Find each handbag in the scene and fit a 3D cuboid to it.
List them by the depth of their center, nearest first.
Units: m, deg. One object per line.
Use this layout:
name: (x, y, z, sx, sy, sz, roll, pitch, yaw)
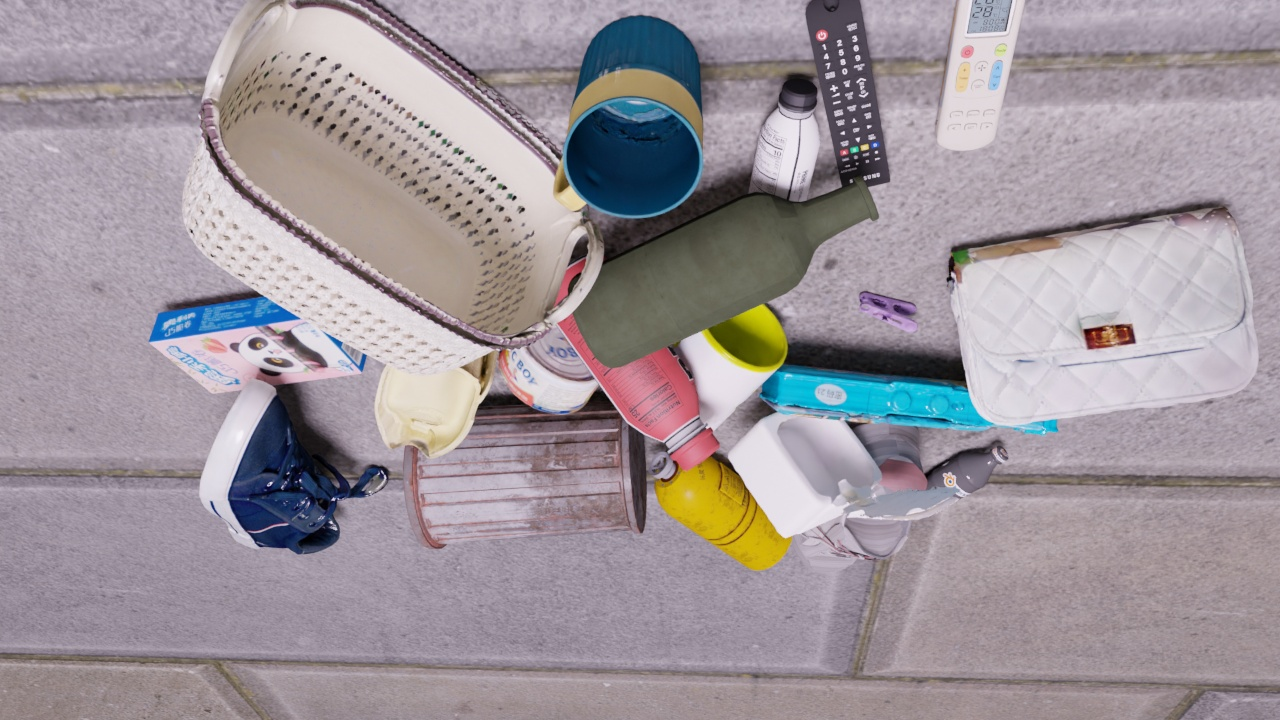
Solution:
handbag: (0.331, -0.029, 0.662, 0.195, 0.139, 0.072, -10, 177, 12)
handbag: (-0.160, 0.001, 0.737, 0.081, 0.119, 0.111, 14, 132, -11)

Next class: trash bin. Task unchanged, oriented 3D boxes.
trash bin: (-0.106, 0.100, 0.828, 0.211, 0.130, 0.131, -4, 136, 7)

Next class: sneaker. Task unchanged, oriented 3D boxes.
sneaker: (-0.318, 0.114, 0.858, 0.127, 0.120, 0.295, 18, 148, -2)
sneaker: (0.208, 0.162, 0.894, 0.099, 0.089, 0.237, 9, 136, -5)

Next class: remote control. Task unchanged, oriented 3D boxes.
remote control: (0.213, -0.189, 0.577, 0.038, 0.018, 0.126, -1, 136, 6)
remote control: (0.138, -0.170, 0.604, 0.033, 0.015, 0.147, -11, 134, 16)

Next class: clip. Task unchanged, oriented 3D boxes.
clip: (0.198, -0.039, 0.731, 0.051, 0.033, 0.013, 16, 136, -11)

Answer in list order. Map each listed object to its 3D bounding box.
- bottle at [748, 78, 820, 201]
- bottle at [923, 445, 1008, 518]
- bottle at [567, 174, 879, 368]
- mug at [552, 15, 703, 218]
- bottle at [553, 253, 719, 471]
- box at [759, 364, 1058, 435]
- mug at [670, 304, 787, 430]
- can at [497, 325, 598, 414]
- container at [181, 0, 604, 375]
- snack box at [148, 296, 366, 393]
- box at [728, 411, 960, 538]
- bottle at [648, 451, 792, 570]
bottle: (0.098, -0.135, 0.626, 0.041, 0.041, 0.116, 5, 137, -1)
bottle: (0.300, 0.113, 0.874, 0.036, 0.036, 0.110, 29, 131, -23)
bottle: (0.056, -0.065, 0.614, 0.207, 0.071, 0.071, -24, 131, 12)
mug: (-0.013, -0.146, 0.577, 0.083, 0.107, 0.114, 33, 129, -29)
bottle: (-0.004, 0.004, 0.697, 0.062, 0.062, 0.176, -42, 80, 37)
box: (0.217, 0.033, 0.761, 0.227, 0.094, 0.039, 6, 93, -1)
mug: (0.056, 0.004, 0.746, 0.082, 0.082, 0.106, 22, 135, -18)
can: (-0.069, -0.003, 0.746, 0.086, 0.086, 0.043, 22, 134, -18)
container: (-0.163, -0.102, 0.592, 0.251, 0.184, 0.144, 34, 141, -26)
snack box: (-0.324, -0.015, 0.782, 0.154, 0.033, 0.088, -7, 146, 13)
box: (0.170, 0.106, 0.774, 0.111, 0.189, 0.101, -15, 131, -42)
bottle: (0.073, 0.139, 0.896, 0.071, 0.070, 0.163, -31, 126, 32)
